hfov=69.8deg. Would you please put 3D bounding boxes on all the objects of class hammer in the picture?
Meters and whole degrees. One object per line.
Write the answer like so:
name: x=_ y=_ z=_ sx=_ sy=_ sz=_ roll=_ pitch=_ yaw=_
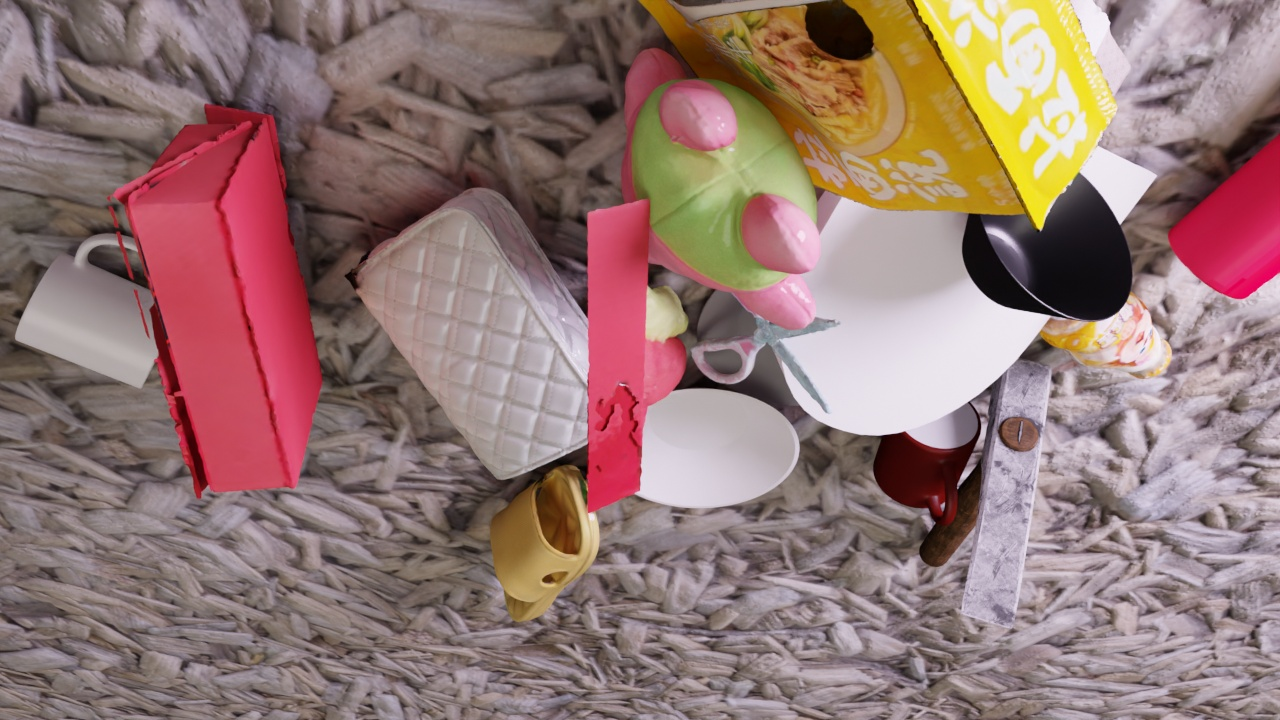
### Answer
hammer: x=0.287 y=0.161 z=0.815 sx=0.037 sy=0.217 sz=0.301 roll=15 pitch=152 yaw=12

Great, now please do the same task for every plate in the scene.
plate: x=0.052 y=0.068 z=0.820 sx=0.174 sy=0.036 sz=0.174 roll=1 pitch=138 yaw=1
plate: x=0.135 y=-0.025 z=0.731 sx=0.178 sy=0.012 sz=0.179 roll=1 pitch=138 yaw=1

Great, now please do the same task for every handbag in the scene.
handbag: x=-0.106 y=-0.017 z=0.656 sx=0.139 sy=0.072 sz=0.195 roll=-26 pitch=104 yaw=30

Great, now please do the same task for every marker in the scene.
marker: x=-0.049 y=0.122 z=0.867 sx=0.017 sy=0.017 sz=0.147 roll=12 pitch=155 yaw=-10

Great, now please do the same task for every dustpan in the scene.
dustpan: x=0.201 y=-0.064 z=0.663 sx=0.191 sy=0.053 sz=0.258 roll=19 pitch=118 yaw=-17

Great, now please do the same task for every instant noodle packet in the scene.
instant noodle packet: x=0.106 y=-0.152 z=0.492 sx=0.163 sy=0.084 sz=0.222 roll=39 pitch=166 yaw=-36

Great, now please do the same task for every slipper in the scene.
slipper: x=-0.112 y=0.187 z=0.910 sx=0.078 sy=0.099 sz=0.264 roll=0 pitch=145 yaw=-22

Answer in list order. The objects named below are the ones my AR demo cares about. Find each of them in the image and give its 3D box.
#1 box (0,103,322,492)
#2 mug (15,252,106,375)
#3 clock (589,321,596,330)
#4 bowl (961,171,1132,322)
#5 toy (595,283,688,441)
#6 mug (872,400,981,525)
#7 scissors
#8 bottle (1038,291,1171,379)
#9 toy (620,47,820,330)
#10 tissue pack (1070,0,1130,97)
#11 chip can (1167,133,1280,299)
box: x=-0.362 y=-0.068 z=0.632 sx=0.375 sy=0.147 sz=0.213 roll=18 pitch=127 yaw=21
mug: x=-0.404 y=-0.044 z=0.703 sx=0.090 sy=0.073 sz=0.111 roll=27 pitch=107 yaw=-25
clock: x=-0.078 y=0.012 z=0.745 sx=0.104 sy=0.056 sz=0.148 roll=-19 pitch=122 yaw=14
bowl: x=0.245 y=-0.070 z=0.585 sx=0.124 sy=0.123 sz=0.053 roll=19 pitch=151 yaw=-17
toy: x=-0.004 y=0.004 z=0.715 sx=0.091 sy=0.045 sz=0.135 roll=-1 pitch=115 yaw=-37
mug: x=0.247 y=0.086 z=0.779 sx=0.073 sy=0.105 sz=0.083 roll=-4 pitch=138 yaw=-4
scissors: x=0.077 y=-0.023 z=0.666 sx=0.170 sy=0.013 sz=0.176 roll=52 pitch=150 yaw=9
bottle: x=0.350 y=-0.023 z=0.686 sx=0.108 sy=0.063 sz=0.063 roll=26 pitch=133 yaw=-24
toy: x=0.038 y=-0.095 z=0.554 sx=0.096 sy=0.237 sz=0.192 roll=-32 pitch=95 yaw=-12
tissue pack: x=0.182 y=-0.201 z=0.482 sx=0.181 sy=0.071 sz=0.104 roll=38 pitch=171 yaw=-29
chip can: x=0.434 y=-0.133 z=0.556 sx=0.069 sy=0.069 sz=0.221 roll=17 pitch=136 yaw=-16
